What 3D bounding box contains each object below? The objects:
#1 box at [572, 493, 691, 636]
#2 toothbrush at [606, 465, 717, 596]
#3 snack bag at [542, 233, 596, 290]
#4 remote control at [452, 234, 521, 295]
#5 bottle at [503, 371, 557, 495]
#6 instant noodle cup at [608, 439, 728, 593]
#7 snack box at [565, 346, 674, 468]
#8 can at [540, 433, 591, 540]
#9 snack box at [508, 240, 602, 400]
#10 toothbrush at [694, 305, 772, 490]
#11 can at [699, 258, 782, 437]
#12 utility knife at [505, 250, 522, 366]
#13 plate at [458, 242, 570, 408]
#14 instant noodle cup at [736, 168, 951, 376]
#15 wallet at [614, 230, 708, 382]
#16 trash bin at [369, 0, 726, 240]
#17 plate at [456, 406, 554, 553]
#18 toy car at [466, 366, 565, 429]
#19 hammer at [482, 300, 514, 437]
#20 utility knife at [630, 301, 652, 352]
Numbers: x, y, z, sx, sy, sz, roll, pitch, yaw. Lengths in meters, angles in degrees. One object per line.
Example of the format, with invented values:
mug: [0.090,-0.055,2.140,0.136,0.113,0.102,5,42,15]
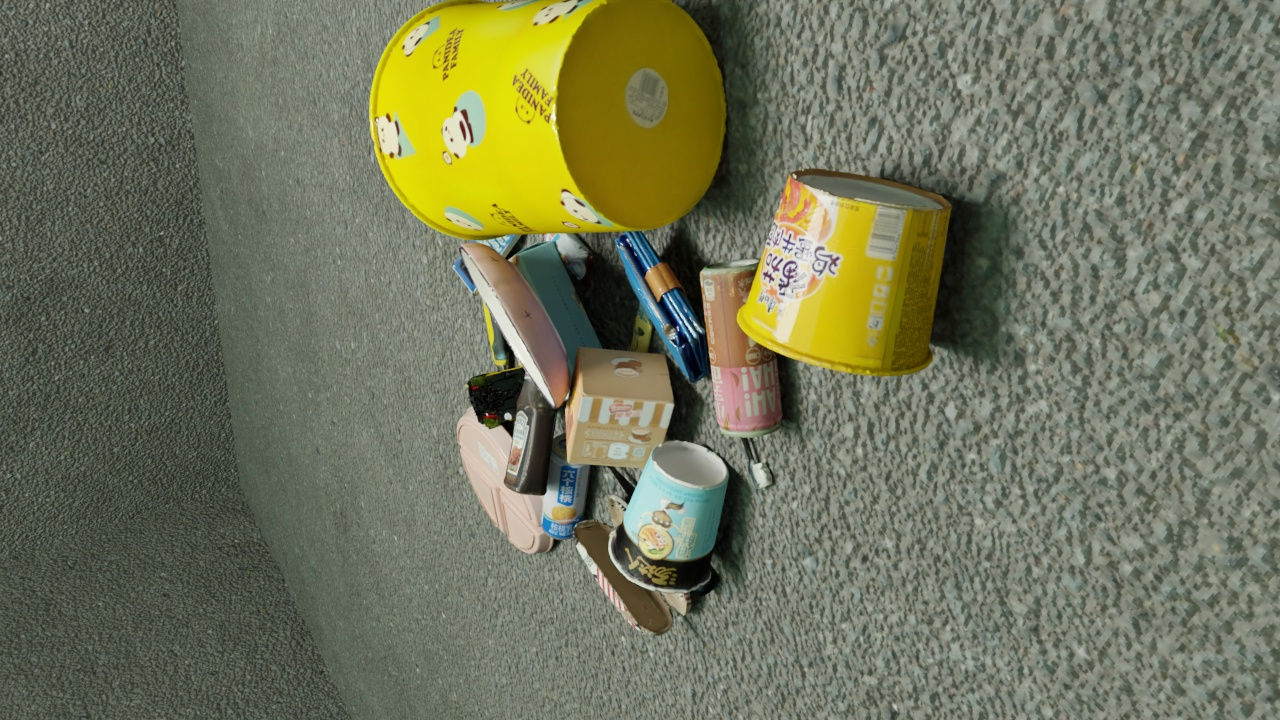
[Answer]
box: [-0.002,0.221,1.025,0.162,0.076,0.088,49,118,34]
toothbrush: [0.013,0.171,1.012,0.212,0.027,0.026,49,154,35]
snack bag: [-0.080,-0.126,1.021,0.105,0.026,0.045,49,137,30]
remote control: [-0.188,-0.139,1.143,0.125,0.024,0.049,-47,72,30]
bottle: [-0.124,0.059,1.089,0.080,0.044,0.195,-173,91,-66]
instant noodle cup: [0.033,0.148,0.906,0.111,0.111,0.121,41,127,40]
snack box: [-0.024,0.048,0.930,0.077,0.092,0.095,-97,16,-49]
can: [-0.092,0.156,1.134,0.053,0.053,0.135,43,136,39]
snack box: [-0.097,-0.042,1.035,0.074,0.051,0.175,-22,93,63]
toothbrush: [0.085,0.033,0.854,0.018,0.015,0.181,-26,83,51]
can: [0.088,-0.011,0.791,0.058,0.057,0.147,10,112,54]
utility knife: [-0.153,-0.038,1.175,0.033,0.015,0.209,13,114,52]
plate: [-0.122,-0.042,0.941,0.192,0.039,0.193,56,169,15]
instant noodle cup: [0.143,-0.066,0.627,0.138,0.137,0.110,33,122,46]
wallet: [0.022,-0.052,0.862,0.133,0.040,0.106,59,175,23]
trash bin: [-0.078,-0.214,0.814,0.256,0.229,0.230,14,115,48]
plate: [-0.195,0.172,1.280,0.229,0.028,0.230,41,145,36]
toy car: [-0.156,0.041,1.164,0.156,0.041,0.071,-14,97,31]
hammer: [-0.191,-0.017,1.228,0.126,0.031,0.323,16,116,52]
utility knife: [-0.006,0.006,0.983,0.031,0.018,0.168,40,130,33]
